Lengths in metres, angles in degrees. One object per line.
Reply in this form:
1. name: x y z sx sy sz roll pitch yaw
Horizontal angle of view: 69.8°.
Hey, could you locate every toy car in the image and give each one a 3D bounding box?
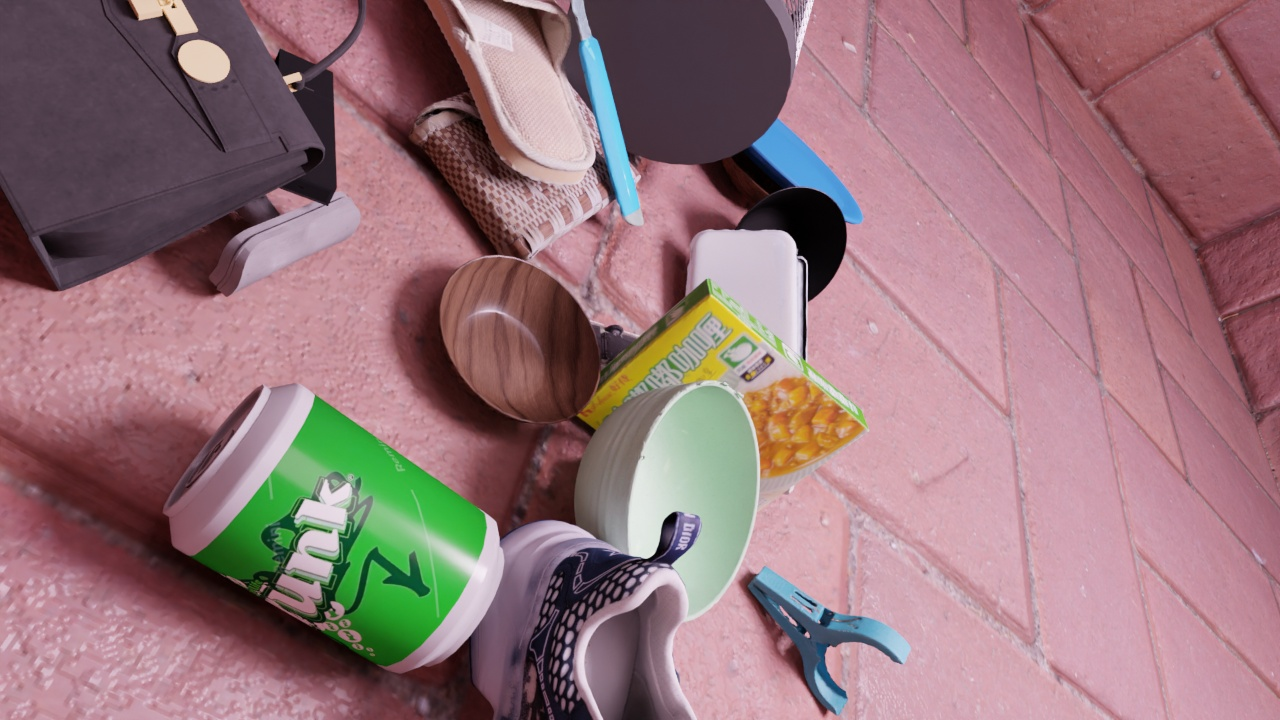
1. toy car: -0.004 0.004 0.672 0.113 0.039 0.039 18 55 -35

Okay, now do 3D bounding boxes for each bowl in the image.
1. bowl: 0.116 -0.181 0.935 0.114 0.026 0.102 13 40 -48
2. bowl: -0.083 -0.008 0.594 0.119 0.032 0.119 22 52 -31
3. bowl: 0.009 0.084 0.587 0.150 0.077 0.151 -10 103 -53
4. bowl: 0.127 -0.112 0.864 0.124 0.124 0.052 30 14 -33

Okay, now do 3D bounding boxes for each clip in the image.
1. clip: 0.137 0.217 0.686 0.033 0.122 0.120 -39 133 -51

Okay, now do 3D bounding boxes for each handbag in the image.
1. handbag: -0.078 -0.156 0.692 0.124 0.047 0.185 54 38 -9
2. handbag: -0.225 -0.159 0.444 0.195 0.072 0.175 -29 89 -27

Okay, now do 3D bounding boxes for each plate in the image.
1. plate: 0.143 -0.215 0.961 0.224 0.024 0.223 34 27 -20

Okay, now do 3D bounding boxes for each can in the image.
1. can: -0.140 0.080 0.433 0.140 0.088 0.087 40 42 -23

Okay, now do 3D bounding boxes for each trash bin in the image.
1. trash bin: 0.048 -0.318 0.805 0.217 0.218 0.226 38 46 -26

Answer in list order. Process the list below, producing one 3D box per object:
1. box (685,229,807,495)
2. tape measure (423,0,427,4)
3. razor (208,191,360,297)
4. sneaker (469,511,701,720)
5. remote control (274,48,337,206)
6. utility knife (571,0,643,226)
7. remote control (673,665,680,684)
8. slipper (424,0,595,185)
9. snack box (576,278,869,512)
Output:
1. box: 0.086 0.000 0.772 0.129 0.105 0.210 85 11 -53
2. tape measure: -0.135 -0.282 0.725 0.068 0.030 0.058 48 41 -15
3. razor: -0.224 -0.099 0.499 0.116 0.048 0.088 48 38 -2
4. sneaker: -0.021 0.204 0.426 0.103 0.133 0.269 20 64 -36
5. remote control: -0.196 -0.138 0.531 0.034 0.013 0.150 19 32 -32
6. utility knife: -0.030 -0.203 0.692 0.031 0.015 0.220 -47 131 -52
7. remote control: -0.023 0.174 0.549 0.114 0.028 0.060 51 39 -11
8. slipper: -0.098 -0.242 0.660 0.114 0.052 0.262 -1 60 -44
9. snack box: 0.058 0.037 0.645 0.168 0.132 0.027 38 26 -25
